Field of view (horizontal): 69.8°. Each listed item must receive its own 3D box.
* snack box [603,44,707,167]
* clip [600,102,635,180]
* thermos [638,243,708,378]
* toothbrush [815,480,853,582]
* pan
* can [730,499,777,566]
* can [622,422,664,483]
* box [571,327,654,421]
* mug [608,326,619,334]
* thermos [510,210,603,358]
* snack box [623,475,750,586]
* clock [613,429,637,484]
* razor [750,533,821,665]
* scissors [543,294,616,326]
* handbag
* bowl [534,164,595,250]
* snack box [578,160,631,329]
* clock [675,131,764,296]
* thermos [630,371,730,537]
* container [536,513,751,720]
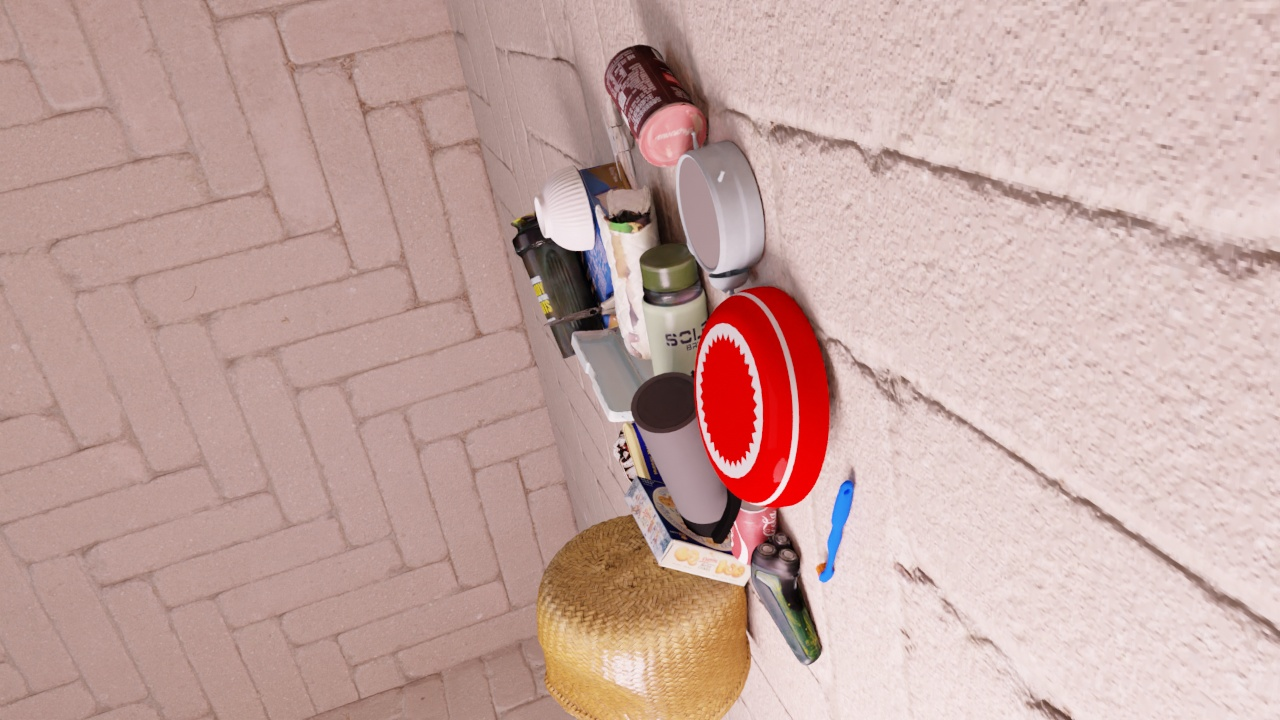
[{"bbox_3d":[0.013,-0.261,0.935,0.072,0.072,0.121,87,163,-49],"label":"snack box"},{"bbox_3d":[-0.035,-0.288,1.200,0.058,0.050,0.102,-93,-13,-85],"label":"clip"},{"bbox_3d":[0.048,-0.027,1.099,0.082,0.082,0.232,-126,22,-59],"label":"thermos"},{"bbox_3d":[0.183,0.163,0.869,0.183,0.016,0.018,87,168,-49],"label":"toothbrush"},{"bbox_3d":[0.098,0.086,0.921,0.357,0.067,0.208,105,153,-44],"label":"pan"},{"bbox_3d":[0.131,0.190,1.060,0.054,0.054,0.097,-119,17,-48],"label":"can"},{"bbox_3d":[0.037,0.132,1.318,0.057,0.092,0.116,130,123,-77],"label":"can"},{"bbox_3d":[-0.008,0.011,1.255,0.197,0.134,0.041,-120,28,-50],"label":"box"},{"bbox_3d":[-0.021,-0.015,1.472,0.105,0.073,0.082,-36,-68,-72],"label":"mug"},{"bbox_3d":[-0.118,-0.117,1.362,0.098,0.098,0.221,164,86,-79],"label":"thermos"},{"bbox_3d":[0.065,0.225,1.217,0.043,0.144,0.145,-59,31,16],"label":"snack box"},{"bbox_3d":[0.015,0.149,1.392,0.114,0.065,0.154,59,-154,-2],"label":"clock"},{"bbox_3d":[0.169,0.270,1.027,0.067,0.053,0.151,-22,91,57],"label":"razor"},{"bbox_3d":[-0.055,-0.080,1.284,0.121,0.170,0.012,-57,43,38],"label":"scissors"},{"bbox_3d":[-0.007,-0.113,1.152,0.138,0.072,0.195,-92,-7,-60],"label":"handbag"},{"bbox_3d":[-0.108,-0.204,1.260,0.118,0.062,0.118,164,91,-78],"label":"bowl"},{"bbox_3d":[-0.043,-0.163,1.337,0.203,0.069,0.155,99,152,-63],"label":"snack box"},{"bbox_3d":[0.075,-0.136,0.888,0.159,0.045,0.122,87,163,-44],"label":"clock"},{"bbox_3d":[0.061,0.118,1.083,0.241,0.082,0.082,66,178,-48],"label":"thermos"},{"bbox_3d":[0.007,0.357,1.297,0.307,0.306,0.197,-128,28,-61],"label":"container"}]
